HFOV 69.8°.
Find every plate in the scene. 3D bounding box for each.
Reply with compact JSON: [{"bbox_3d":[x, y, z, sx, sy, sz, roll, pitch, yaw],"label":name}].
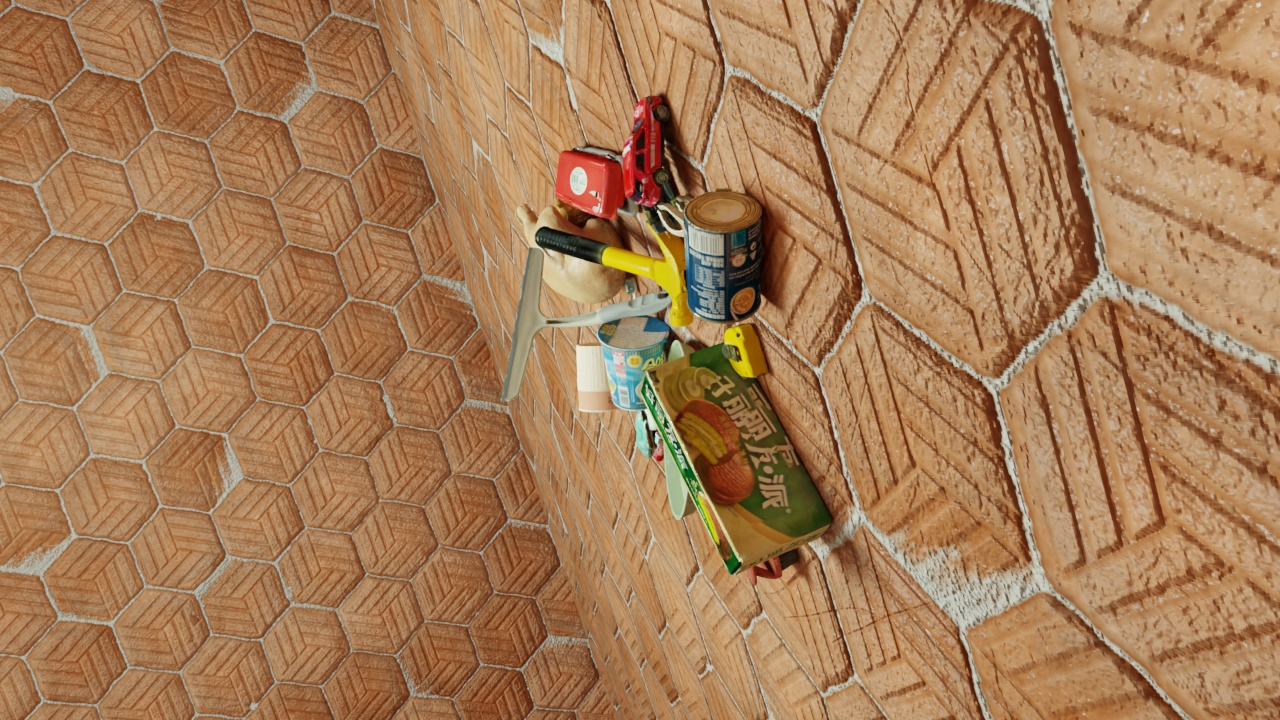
[{"bbox_3d":[0.056,0.088,1.176,0.230,0.027,0.230,178,92,-85],"label":"plate"}]

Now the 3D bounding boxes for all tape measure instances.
[{"bbox_3d":[0.110,-0.010,0.996,0.057,0.029,0.060,-176,68,-74],"label":"tape measure"}]

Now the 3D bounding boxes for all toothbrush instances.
[{"bbox_3d":[0.007,-0.010,1.327,0.026,0.027,0.224,0,101,59],"label":"toothbrush"},{"bbox_3d":[0.010,0.077,1.418,0.029,0.021,0.189,56,-178,-31],"label":"toothbrush"}]

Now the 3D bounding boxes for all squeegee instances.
[{"bbox_3d":[-0.057,-0.064,1.232,0.039,0.247,0.246,45,-136,-51],"label":"squeegee"}]

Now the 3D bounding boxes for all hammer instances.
[{"bbox_3d":[-0.041,-0.137,1.190,0.301,0.032,0.129,21,125,46],"label":"hammer"}]

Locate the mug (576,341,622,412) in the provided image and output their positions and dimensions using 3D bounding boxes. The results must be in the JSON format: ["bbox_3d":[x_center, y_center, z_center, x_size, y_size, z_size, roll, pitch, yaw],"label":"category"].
[{"bbox_3d":[-0.056,0.023,1.500,0.114,0.082,0.106,-20,-72,-67],"label":"mug"}]

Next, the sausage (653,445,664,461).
[{"bbox_3d":[0.037,0.129,1.426,0.156,0.020,0.020,105,143,-64],"label":"sausage"}]

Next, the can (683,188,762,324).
[{"bbox_3d":[0.081,-0.102,0.897,0.075,0.075,0.111,-126,23,-46],"label":"can"}]

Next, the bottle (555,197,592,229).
[{"bbox_3d":[-0.104,-0.192,1.443,0.175,0.057,0.057,95,151,-57],"label":"bottle"}]

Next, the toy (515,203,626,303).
[{"bbox_3d":[-0.115,-0.161,1.359,0.226,0.082,0.144,23,123,34],"label":"toy"}]

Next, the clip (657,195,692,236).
[{"bbox_3d":[0.057,-0.149,1.004,0.098,0.034,0.064,52,156,37],"label":"clip"}]

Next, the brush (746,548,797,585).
[{"bbox_3d":[0.129,0.200,1.110,0.063,0.069,0.145,93,153,-57],"label":"brush"}]

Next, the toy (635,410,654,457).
[{"bbox_3d":[0.008,0.122,1.489,0.096,0.030,0.092,-108,8,-49],"label":"toy"}]

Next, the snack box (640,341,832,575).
[{"bbox_3d":[0.100,0.102,1.007,0.063,0.114,0.240,104,144,-62],"label":"snack box"}]

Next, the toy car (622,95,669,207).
[{"bbox_3d":[0.005,-0.231,1.012,0.053,0.045,0.120,174,99,-71],"label":"toy car"}]

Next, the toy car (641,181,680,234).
[{"bbox_3d":[0.016,-0.193,1.064,0.035,0.042,0.090,-47,-68,-86],"label":"toy car"}]

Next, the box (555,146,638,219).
[{"bbox_3d":[-0.054,-0.248,1.258,0.201,0.068,0.091,-143,57,-62],"label":"box"}]

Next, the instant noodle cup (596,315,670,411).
[{"bbox_3d":[-0.007,0.007,1.264,0.099,0.099,0.110,-131,32,-53],"label":"instant noodle cup"}]
